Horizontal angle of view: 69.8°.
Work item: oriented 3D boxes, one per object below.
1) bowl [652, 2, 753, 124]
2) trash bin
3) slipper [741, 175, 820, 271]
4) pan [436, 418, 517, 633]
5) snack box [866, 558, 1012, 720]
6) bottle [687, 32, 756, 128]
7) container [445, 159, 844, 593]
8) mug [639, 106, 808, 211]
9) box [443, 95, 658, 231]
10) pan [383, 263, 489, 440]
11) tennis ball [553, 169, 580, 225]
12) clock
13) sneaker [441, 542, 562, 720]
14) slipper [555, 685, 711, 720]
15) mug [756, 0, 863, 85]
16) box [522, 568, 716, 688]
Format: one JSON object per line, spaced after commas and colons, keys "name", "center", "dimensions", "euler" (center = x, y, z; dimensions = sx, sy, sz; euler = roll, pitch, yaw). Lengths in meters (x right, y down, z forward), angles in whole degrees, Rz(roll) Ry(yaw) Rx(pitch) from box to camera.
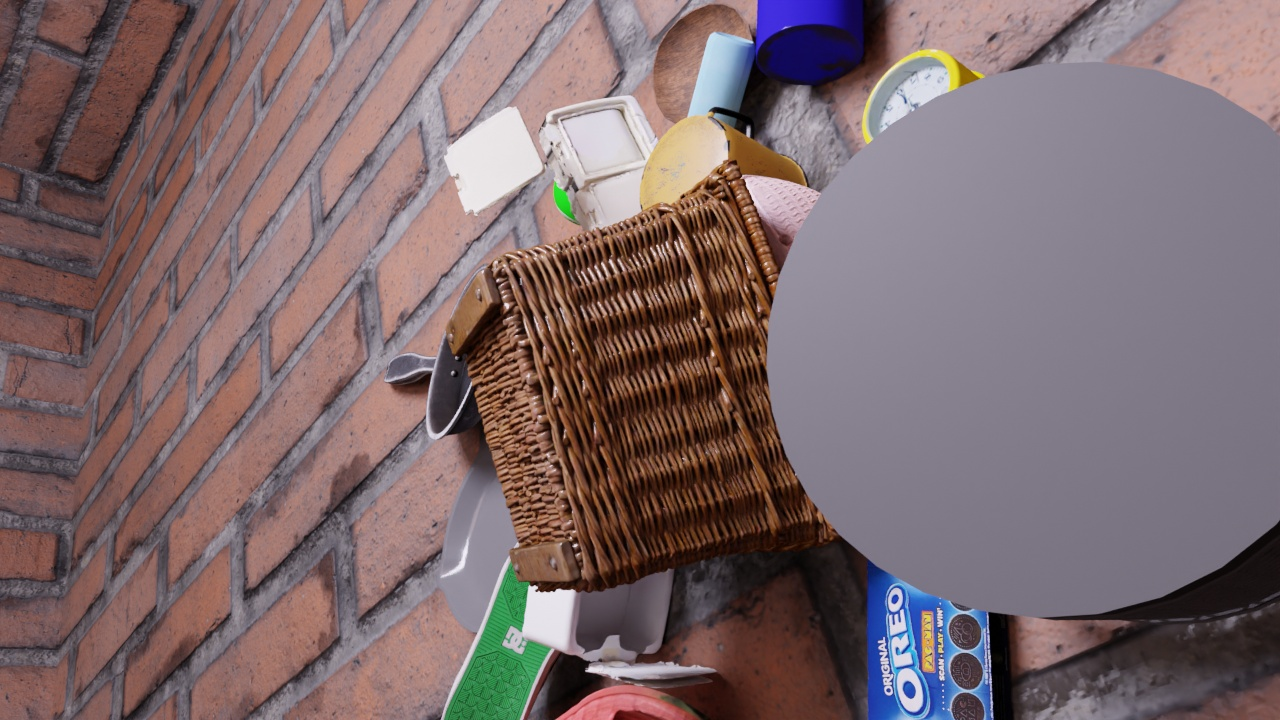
{"name": "bowl", "center": [0.061, -0.259, 0.813], "dimensions": [0.114, 0.026, 0.102], "euler": [-10, 84, 43]}
{"name": "trash bin", "center": [0.193, 0.008, 0.396], "dimensions": [0.218, 0.227, 0.217], "euler": [-9, 76, 37]}
{"name": "slipper", "center": [0.129, -0.042, 0.619], "dimensions": [0.056, 0.106, 0.221], "euler": [-55, 48, 45]}
{"name": "pan", "center": [-0.143, 0.118, 0.923], "dimensions": [0.217, 0.024, 0.354], "euler": [-43, 44, 30]}
{"name": "snack box", "center": [0.175, 0.171, 0.545], "dimensions": [0.082, 0.027, 0.150], "euler": [-14, 67, 45]}
{"name": "bottle", "center": [0.060, -0.204, 0.769], "dimensions": [0.040, 0.040, 0.130], "euler": [44, 128, 46]}
{"name": "container", "center": [-0.006, 0.029, 0.595], "dimensions": [0.163, 0.182, 0.250], "euler": [-32, 75, 65]}
{"name": "mug", "center": [0.064, -0.142, 0.722], "dimensions": [0.101, 0.094, 0.123], "euler": [-6, 73, 47]}
{"name": "box", "center": [-0.049, -0.148, 0.751], "dimensions": [0.143, 0.186, 0.070], "euler": [63, 152, 10]}
{"name": "pan", "center": [-0.220, 0.002, 1.015], "dimensions": [0.358, 0.055, 0.187], "euler": [-15, 60, 62]}
{"name": "tennis ball", "center": [-0.051, -0.161, 0.880], "dimensions": [0.066, 0.065, 0.065], "euler": [-19, 64, 44]}
{"name": "clock", "center": [0.198, -0.152, 0.602], "dimensions": [0.083, 0.057, 0.118], "euler": [-50, 40, 25]}
{"name": "sneaker", "center": [-0.092, 0.217, 0.770], "dimensions": [0.234, 0.084, 0.079], "euler": [-61, 1, -19]}
{"name": "slipper", "center": [-0.034, 0.308, 0.676], "dimensions": [0.250, 0.103, 0.059], "euler": [-43, 20, 40]}
{"name": "mug", "center": [0.124, -0.265, 0.717], "dimensions": [0.111, 0.079, 0.083], "euler": [144, 131, -67]}
{"name": "box", "center": [-0.005, 0.189, 0.681], "dimensions": [0.137, 0.109, 0.121], "euler": [0, 78, 49]}
